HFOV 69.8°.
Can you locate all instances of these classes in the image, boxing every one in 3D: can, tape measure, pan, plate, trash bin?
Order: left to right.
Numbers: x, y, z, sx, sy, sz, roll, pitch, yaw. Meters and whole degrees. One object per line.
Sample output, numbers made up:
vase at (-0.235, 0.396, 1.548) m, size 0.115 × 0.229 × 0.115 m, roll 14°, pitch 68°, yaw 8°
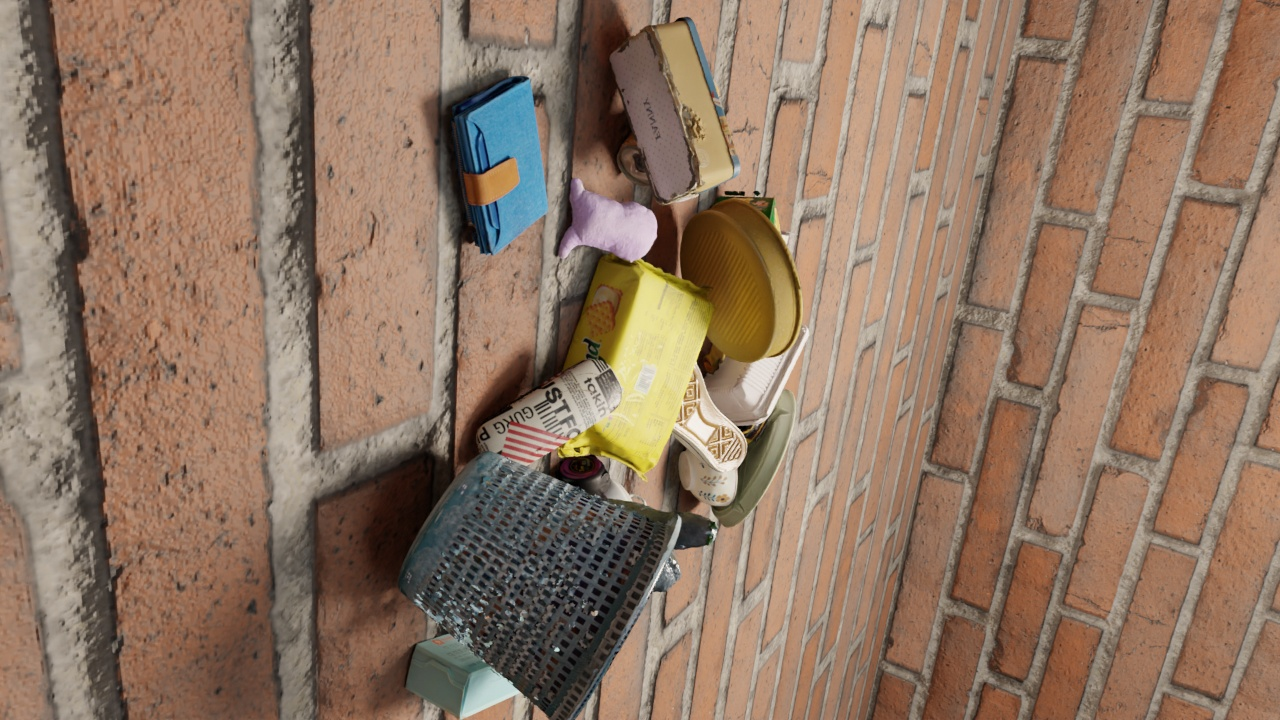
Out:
trash bin at (-0.100, 0.192, 0.839) m, size 0.226 × 0.195 × 0.226 m, roll -58°, pitch 178°, yaw -4°
tape measure at (-0.067, 0.138, 1.060) m, size 0.057 × 0.057 × 0.039 m, roll -14°, pitch 121°, yaw -23°
can at (0.032, -0.261, 1.022) m, size 0.145 × 0.058 × 0.058 m, roll -58°, pitch 148°, yaw -27°
pan at (0.112, -0.060, 1.170) m, size 0.078 × 0.197 × 0.358 m, roll -21°, pitch 159°, yaw -24°
plate at (0.166, 0.143, 1.391) m, size 0.230 × 0.027 × 0.230 m, roll -61°, pitch -172°, yaw 15°

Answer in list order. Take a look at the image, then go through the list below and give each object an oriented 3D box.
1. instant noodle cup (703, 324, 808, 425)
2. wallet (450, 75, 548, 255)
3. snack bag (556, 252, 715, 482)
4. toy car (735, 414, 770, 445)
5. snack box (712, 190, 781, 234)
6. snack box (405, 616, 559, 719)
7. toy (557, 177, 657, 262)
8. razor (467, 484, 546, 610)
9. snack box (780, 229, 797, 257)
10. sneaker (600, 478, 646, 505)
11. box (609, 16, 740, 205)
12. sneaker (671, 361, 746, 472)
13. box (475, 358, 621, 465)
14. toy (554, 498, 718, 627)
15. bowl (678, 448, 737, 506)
instant noodle cup at (0.154, 0.009, 1.333) m, size 0.060 × 0.138 × 0.173 m, roll 41°, pitch 65°, yaw -22°
wallet at (-0.122, -0.173, 0.816) m, size 0.106 × 0.040 × 0.133 m, roll -49°, pitch 143°, yaw -45°
snack bag at (-0.006, 0.006, 1.043) m, size 0.158 × 0.068 × 0.246 m, roll 23°, pitch 84°, yaw -43°
toy car at (0.148, 0.102, 1.371) m, size 0.071 × 0.041 × 0.156 m, roll -59°, pitch -174°, yaw -20°
snack box at (0.138, -0.155, 1.228) m, size 0.118 × 0.118 × 0.105 m, roll 69°, pitch 35°, yaw -49°
snack box at (-0.160, 0.318, 0.969) m, size 0.174 × 0.074 × 0.051 m, roll 7°, pitch 99°, yaw -62°
toy at (-0.031, -0.138, 0.964) m, size 0.108 × 0.039 × 0.084 m, roll 10°, pitch 100°, yaw -28°
razor at (-0.136, 0.200, 0.976) m, size 0.167 × 0.062 × 0.068 m, roll -56°, pitch 180°, yaw -20°
snack box at (0.176, -0.141, 1.353) m, size 0.125 × 0.053 × 0.113 m, roll -6°, pitch 109°, yaw -61°
sneaker at (-0.010, 0.224, 1.167) m, size 0.090 × 0.089 × 0.243 m, roll -35°, pitch 140°, yaw -28°
box at (0.032, -0.256, 0.930) m, size 0.062 × 0.090 × 0.184 m, roll -19°, pitch 96°, yaw -32°
sneaker at (0.046, 0.055, 1.190) m, size 0.118 × 0.088 × 0.241 m, roll -51°, pitch 122°, yaw -17°
box at (-0.090, 0.056, 0.928) m, size 0.164 × 0.060 × 0.072 m, roll -35°, pitch 122°, yaw -22°
toy at (-0.038, 0.224, 1.034) m, size 0.091 × 0.138 × 0.358 m, roll -35°, pitch 174°, yaw -45°
bowl at (0.092, 0.158, 1.333) m, size 0.062 × 0.113 × 0.114 m, roll -5°, pitch 116°, yaw -14°
